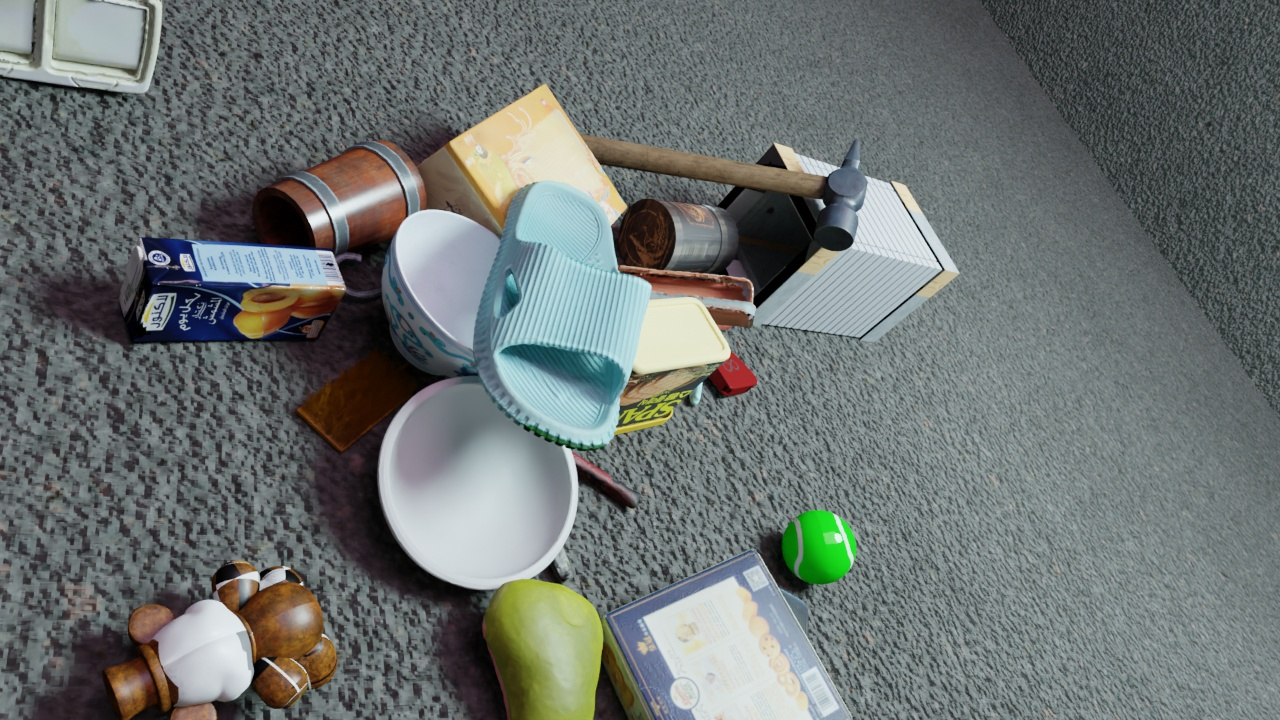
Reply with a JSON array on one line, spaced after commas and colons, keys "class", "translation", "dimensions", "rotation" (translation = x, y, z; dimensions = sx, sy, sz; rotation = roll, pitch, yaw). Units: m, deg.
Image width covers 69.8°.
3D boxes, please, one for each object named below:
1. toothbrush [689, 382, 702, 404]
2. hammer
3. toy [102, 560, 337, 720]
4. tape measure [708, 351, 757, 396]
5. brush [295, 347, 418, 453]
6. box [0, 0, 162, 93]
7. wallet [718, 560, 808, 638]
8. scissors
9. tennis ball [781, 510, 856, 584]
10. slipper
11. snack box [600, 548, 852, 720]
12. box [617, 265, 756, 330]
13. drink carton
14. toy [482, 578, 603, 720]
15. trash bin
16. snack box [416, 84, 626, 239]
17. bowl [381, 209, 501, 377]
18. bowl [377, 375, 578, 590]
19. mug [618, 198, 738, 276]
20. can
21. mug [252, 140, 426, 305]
[{"class": "toothbrush", "translation": [0.059, -0.021, 0.942], "dimensions": [0.016, 0.016, 0.180], "rotation": [31, 39, -22]}, {"class": "hammer", "translation": [0.075, -0.202, 0.967], "dimensions": [0.322, 0.040, 0.129], "rotation": [12, 61, 12]}, {"class": "toy", "translation": [-0.223, 0.155, 0.492], "dimensions": [0.112, 0.068, 0.087], "rotation": [-20, 70, -40]}, {"class": "tape measure", "translation": [0.089, 0.011, 0.938], "dimensions": [0.058, 0.019, 0.051], "rotation": [-7, 58, -53]}, {"class": "brush", "translation": [-0.193, 0.017, 0.677], "dimensions": [0.048, 0.017, 0.126], "rotation": [43, 38, -2]}, {"class": "box", "translation": [-0.392, -0.247, 0.605], "dimensions": [0.143, 0.181, 0.080], "rotation": [-3, 58, -35]}, {"class": "wallet", "translation": [0.095, 0.226, 0.740], "dimensions": [0.089, 0.026, 0.114], "rotation": [29, 40, -17]}, {"class": "scissors", "translation": [-0.081, 0.087, 0.717], "dimensions": [0.198, 0.015, 0.179], "rotation": [20, 44, -27]}, {"class": "tennis ball", "translation": [0.159, 0.167, 0.820], "dimensions": [0.065, 0.066, 0.065], "rotation": [24, 42, -24]}, {"class": "slipper", "translation": [-0.055, -0.057, 0.673], "dimensions": [0.116, 0.070, 0.275], "rotation": [16, 44, -17]}, {"class": "snack box", "translation": [0.057, 0.228, 0.662], "dimensions": [0.144, 0.043, 0.144], "rotation": [-15, 65, -31]}, {"class": "box", "translation": [0.014, -0.063, 0.850], "dimensions": [0.187, 0.057, 0.067], "rotation": [6, 4, 0]}, {"class": "drink carton", "translation": [-0.276, -0.046, 0.622], "dimensions": [0.129, 0.064, 0.040], "rotation": [-3, 55, -44]}, {"class": "toy", "translation": [-0.062, 0.199, 0.599], "dimensions": [0.090, 0.051, 0.109], "rotation": [27, 44, -40]}, {"class": "trash bin", "translation": [0.223, -0.130, 1.087], "dimensions": [0.246, 0.143, 0.142], "rotation": [5, 52, -39]}, {"class": "snack box", "translation": [-0.110, -0.147, 0.834], "dimensions": [0.145, 0.081, 0.194], "rotation": [55, 32, -15]}, {"class": "bowl", "translation": [-0.144, -0.035, 0.702], "dimensions": [0.144, 0.074, 0.143], "rotation": [34, 33, -27]}, {"class": "bowl", "translation": [-0.118, 0.088, 0.647], "dimensions": [0.149, 0.043, 0.149], "rotation": [14, 64, -31]}, {"class": "mug", "translation": [0.031, -0.138, 0.986], "dimensions": [0.107, 0.080, 0.116], "rotation": [-6, 34, -46]}, {"class": "can", "translation": [-0.005, 0.005, 0.788], "dimensions": [0.135, 0.105, 0.075], "rotation": [-8, 62, -46]}, {"class": "mug", "translation": [-0.224, -0.105, 0.717], "dimensions": [0.117, 0.082, 0.110], "rotation": [53, 41, -3]}]
